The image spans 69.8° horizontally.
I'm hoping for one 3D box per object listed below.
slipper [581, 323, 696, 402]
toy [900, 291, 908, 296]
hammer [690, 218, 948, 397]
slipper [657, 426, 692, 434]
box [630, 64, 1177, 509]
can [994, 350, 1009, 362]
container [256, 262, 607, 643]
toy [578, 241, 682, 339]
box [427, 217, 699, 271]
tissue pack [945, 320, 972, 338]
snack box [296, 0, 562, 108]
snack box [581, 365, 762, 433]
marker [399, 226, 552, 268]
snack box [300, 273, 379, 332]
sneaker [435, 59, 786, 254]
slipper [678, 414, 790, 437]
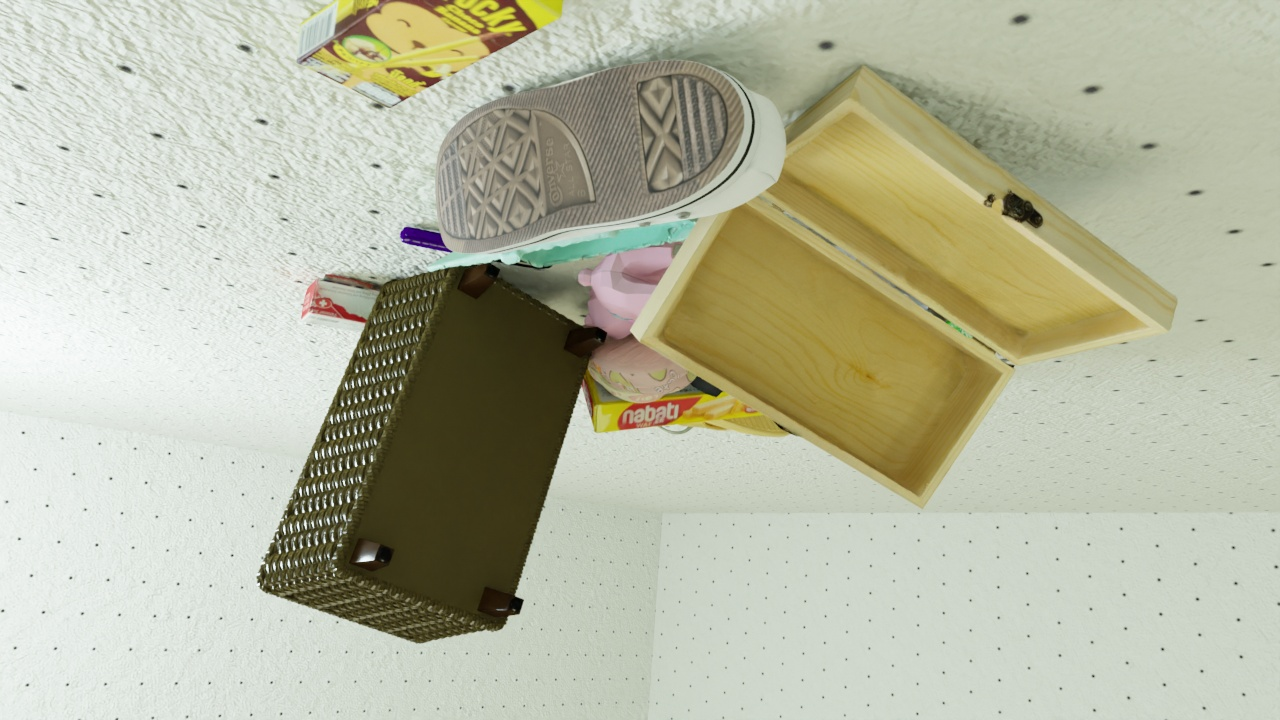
[{"bbox_3d":[-0.005,0.005,0.906,0.093,0.081,0.197,-29,-157,-20],"label":"slipper"},{"bbox_3d":[0.243,-0.063,0.758,0.108,0.041,0.096,7,165,-30],"label":"toy"},{"bbox_3d":[0.124,-0.029,0.797,0.139,0.035,0.313,31,152,-9],"label":"hammer"},{"bbox_3d":[0.022,0.067,1.289,0.118,0.060,0.294,10,177,44],"label":"slipper"},{"bbox_3d":[0.161,-0.040,0.609,0.247,0.118,0.253,30,134,-15],"label":"box"},{"bbox_3d":[0.361,-0.024,0.869,0.044,0.044,0.107,13,164,-30],"label":"can"},{"bbox_3d":[-0.173,0.078,0.828,0.176,0.320,0.206,30,153,-29],"label":"container"},{"bbox_3d":[-0.002,-0.058,0.809,0.158,0.067,0.123,-2,164,41],"label":"toy"},{"bbox_3d":[-0.056,-0.097,0.696,0.187,0.055,0.138,-7,179,37],"label":"box"},{"bbox_3d":[0.303,-0.034,0.796,0.099,0.034,0.114,-14,173,-26],"label":"tissue pack"},{"bbox_3d":[-0.110,-0.170,0.461,0.149,0.025,0.061,-8,162,42],"label":"snack box"},{"bbox_3d":[0.040,0.024,0.979,0.200,0.092,0.042,-6,129,-13],"label":"snack box"},{"bbox_3d":[-0.140,-0.097,0.795,0.133,0.015,0.018,10,168,-19],"label":"marker"},{"bbox_3d":[-0.223,-0.040,1.004,0.272,0.044,0.077,12,170,-26],"label":"snack box"},{"bbox_3d":[-0.021,-0.116,0.557,0.246,0.091,0.097,-8,176,37],"label":"sneaker"},{"bbox_3d":[0.062,0.027,1.072,0.263,0.099,0.078,12,167,-12],"label":"slipper"}]
